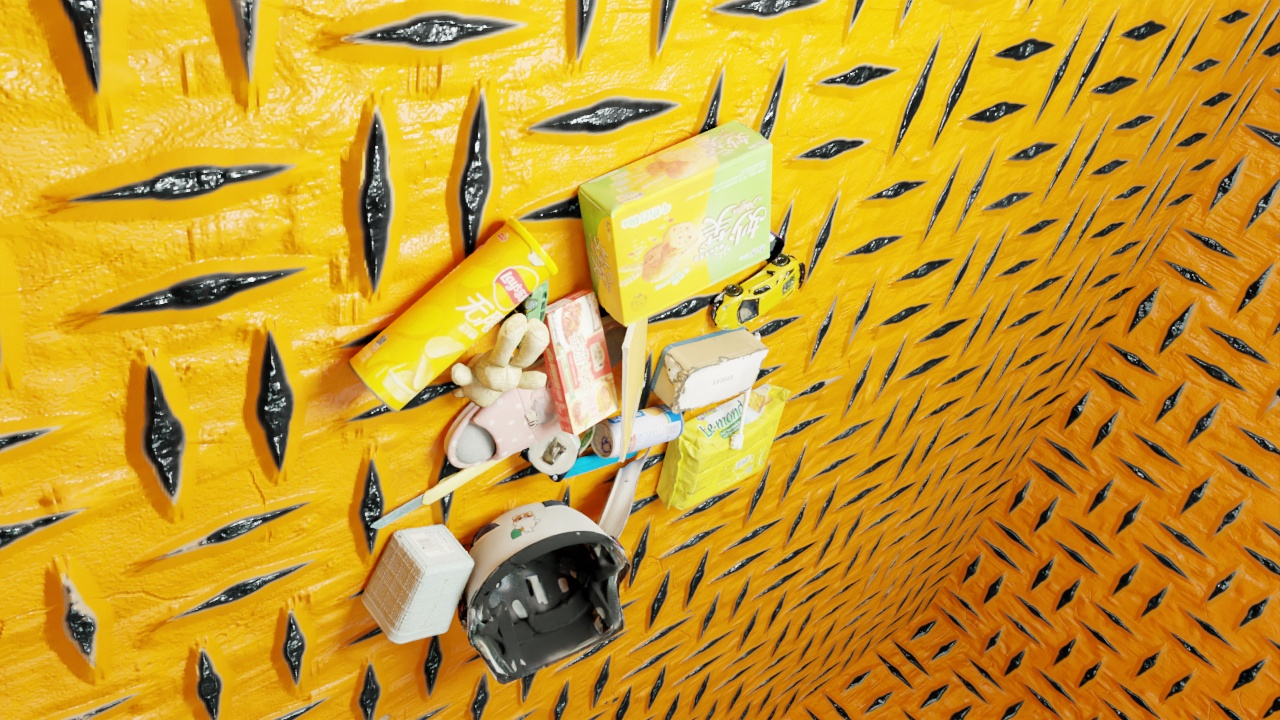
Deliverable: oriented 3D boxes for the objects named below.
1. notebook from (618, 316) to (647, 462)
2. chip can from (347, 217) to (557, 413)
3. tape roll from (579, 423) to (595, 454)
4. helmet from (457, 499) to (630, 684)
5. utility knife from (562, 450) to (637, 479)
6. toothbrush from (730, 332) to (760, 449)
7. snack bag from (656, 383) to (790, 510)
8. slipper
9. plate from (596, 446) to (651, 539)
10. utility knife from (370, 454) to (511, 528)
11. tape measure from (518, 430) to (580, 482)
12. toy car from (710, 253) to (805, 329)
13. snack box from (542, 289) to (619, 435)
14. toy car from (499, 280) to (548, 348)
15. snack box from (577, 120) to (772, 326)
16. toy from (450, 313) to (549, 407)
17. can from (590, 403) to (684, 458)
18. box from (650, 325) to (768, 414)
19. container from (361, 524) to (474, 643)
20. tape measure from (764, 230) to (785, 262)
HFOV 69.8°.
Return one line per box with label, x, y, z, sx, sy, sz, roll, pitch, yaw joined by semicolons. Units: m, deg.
notebook;-0.007;0.007;1.126;0.207;0.010;0.145;93;8;-47
chip can;-0.182;-0.045;0.898;0.213;0.072;0.072;-42;148;-5
tape roll;-0.097;0.102;1.209;0.085;0.014;0.086;-30;144;-25
helmet;-0.141;0.286;1.226;0.229;0.157;0.274;-22;131;-17
utility knife;-0.032;0.135;1.315;0.218;0.018;0.034;-11;151;-44
toothbrush;0.158;0.046;1.380;0.016;0.016;0.180;5;98;-35
snack bag;0.136;0.142;1.471;0.245;0.068;0.158;-23;141;-34
slipper;-0.110;0.043;1.091;0.273;0.054;0.114;-36;146;-20
plate;-0.035;0.214;1.326;0.163;0.034;0.164;-70;-179;-47
utility knife;-0.226;0.147;1.105;0.215;0.022;0.031;-35;146;-30
tape measure;-0.109;0.111;1.154;0.066;0.066;0.033;-55;-177;12
toy car;0.163;-0.091;1.272;0.155;0.041;0.071;-31;144;-20
snack box;-0.071;0.002;1.047;0.075;0.025;0.153;-30;120;-37
toy car;-0.123;-0.053;0.980;0.036;0.043;0.091;-17;138;-39
snack box;0.044;-0.152;1.013;0.209;0.070;0.158;-26;138;-19
toy;-0.146;0.001;0.957;0.105;0.066;0.158;0;155;-31
can;-0.004;0.097;1.273;0.134;0.053;0.053;-12;134;-42
box;0.103;0.010;1.297;0.183;0.062;0.090;-15;137;-42
container;-0.270;0.269;1.125;0.089;0.090;0.112;2;121;-51
tape measure;0.154;-0.152;1.179;0.039;0.057;0.057;-53;156;12
